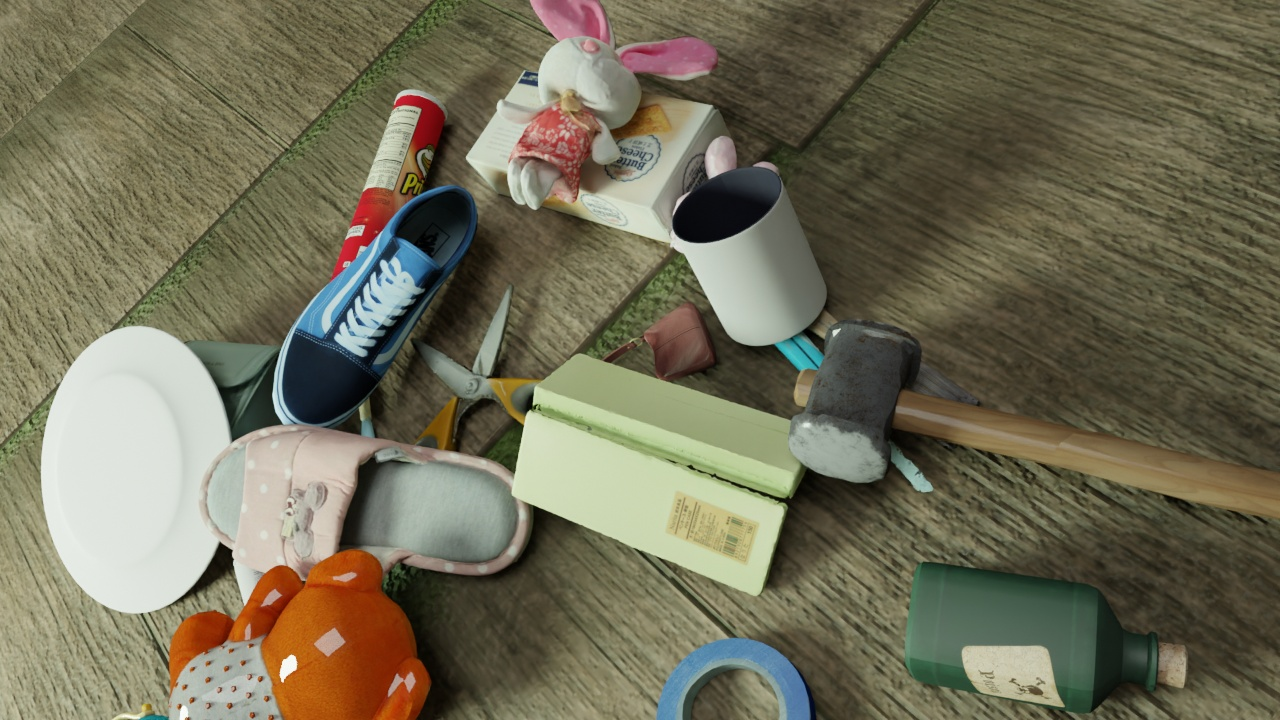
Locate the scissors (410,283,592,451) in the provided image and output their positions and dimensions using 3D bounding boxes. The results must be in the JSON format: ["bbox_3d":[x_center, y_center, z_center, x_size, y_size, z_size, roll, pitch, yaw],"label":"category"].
[{"bbox_3d":[-0.122,0.039,0.716,0.230,0.016,0.224,8,69,32],"label":"scissors"}]

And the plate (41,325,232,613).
[{"bbox_3d":[-0.436,0.091,0.774,0.243,0.016,0.242,-1,87,26],"label":"plate"}]

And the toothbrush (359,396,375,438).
[{"bbox_3d":[-0.226,0.062,0.756,0.022,0.016,0.154,-31,55,16],"label":"toothbrush"}]

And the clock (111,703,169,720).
[{"bbox_3d":[-0.360,0.315,0.663,0.130,0.044,0.099,25,75,25],"label":"clock"}]

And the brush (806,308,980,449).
[{"bbox_3d":[0.160,0.003,0.619,0.039,0.012,0.151,-46,55,-6],"label":"brush"}]

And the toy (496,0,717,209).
[{"bbox_3d":[-0.048,-0.201,0.711,0.159,0.084,0.194,30,76,5],"label":"toy"}]

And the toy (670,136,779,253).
[{"bbox_3d":[0.062,-0.118,0.707,0.063,0.047,0.109,29,72,1],"label":"toy"}]

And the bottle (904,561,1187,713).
[{"bbox_3d":[0.212,0.149,0.485,0.131,0.061,0.061,3,62,25],"label":"bottle"}]

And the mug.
[{"bbox_3d":[0.081,-0.083,0.644,0.079,0.097,0.111,-7,44,29],"label":"mug"}]

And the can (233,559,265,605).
[{"bbox_3d":[-0.285,0.188,0.703,0.032,0.032,0.095,-36,55,2],"label":"can"}]

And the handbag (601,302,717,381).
[{"bbox_3d":[-0.004,0.004,0.686,0.120,0.029,0.055,-26,57,15],"label":"handbag"}]

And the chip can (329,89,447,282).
[{"bbox_3d":[-0.233,-0.152,0.855,0.052,0.052,0.214,0,63,24],"label":"chip can"}]

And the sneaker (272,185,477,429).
[{"bbox_3d":[-0.214,-0.052,0.742,0.083,0.098,0.240,35,69,-9],"label":"sneaker"}]

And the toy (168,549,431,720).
[{"bbox_3d":[-0.228,0.216,0.622,0.172,0.093,0.163,-32,74,4],"label":"toy"}]

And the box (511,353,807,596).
[{"bbox_3d":[0.013,0.063,0.605,0.188,0.066,0.127,20,74,19],"label":"box"}]

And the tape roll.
[{"bbox_3d":[0.056,0.213,0.547,0.093,0.016,0.091,7,67,27],"label":"tape roll"}]

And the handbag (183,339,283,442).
[{"bbox_3d":[-0.367,0.034,0.804,0.122,0.067,0.106,3,63,25],"label":"handbag"}]

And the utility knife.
[{"bbox_3d":[0.141,0.028,0.614,0.022,0.015,0.162,-34,57,-8],"label":"utility knife"}]

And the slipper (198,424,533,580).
[{"bbox_3d":[-0.212,0.106,0.672,0.275,0.054,0.114,2,86,15],"label":"slipper"}]

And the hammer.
[{"bbox_3d":[0.248,0.051,0.519,0.329,0.052,0.097,14,53,21],"label":"hammer"}]

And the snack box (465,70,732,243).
[{"bbox_3d":[-0.038,-0.176,0.778,0.208,0.057,0.104,21,73,32],"label":"snack box"}]
